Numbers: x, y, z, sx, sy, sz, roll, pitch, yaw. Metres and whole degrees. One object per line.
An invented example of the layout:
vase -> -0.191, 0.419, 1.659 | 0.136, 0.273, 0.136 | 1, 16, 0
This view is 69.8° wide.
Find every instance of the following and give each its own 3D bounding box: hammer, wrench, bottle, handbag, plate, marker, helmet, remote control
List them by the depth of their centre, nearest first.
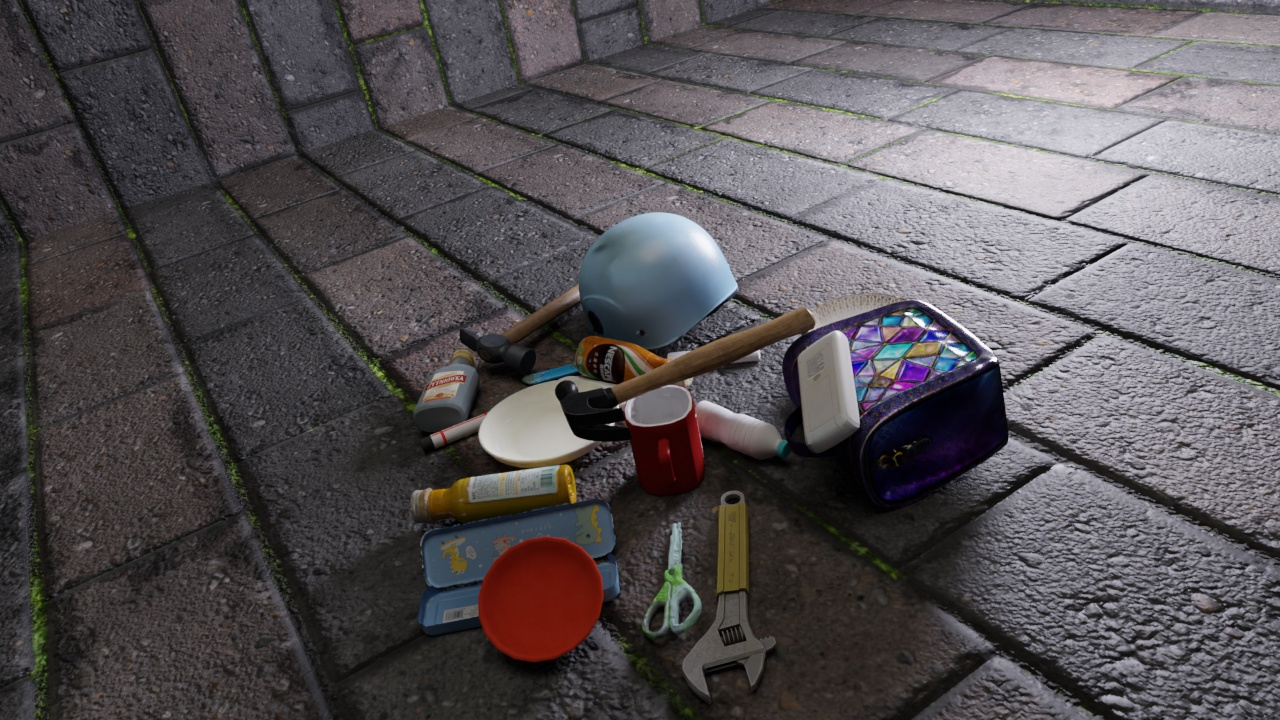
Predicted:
wrench -> 0.086, 0.218, 0.898 | 0.084, 0.018, 0.272 | -7, 30, 9
remote control -> 0.195, 0.031, 0.961 | 0.060, 0.025, 0.138 | -39, 32, 36
handbag -> 0.265, 0.047, 1.018 | 0.222, 0.125, 0.204 | -23, 31, -3
hammer -> 0.058, 0.007, 1.041 | 0.305, 0.040, 0.132 | -22, 25, -8
bottle -> -0.170, 0.158, 1.056 | 0.186, 0.053, 0.053 | -8, 30, 6
bottle -> 0.118, 0.086, 1.088 | 0.136, 0.044, 0.044 | 19, 42, 41
plate -> -0.115, 0.087, 1.177 | 0.182, 0.034, 0.182 | -9, 30, 5
marker -> -0.223, 0.087, 1.229 | 0.145, 0.019, 0.019 | -22, 32, -17
remote control -> -0.062, 0.044, 1.252 | 0.137, 0.013, 0.043 | 10, 37, 33
bottle -> -0.007, 0.007, 1.252 | 0.167, 0.059, 0.059 | 12, 37, 29
remote control -> 0.102, -0.006, 1.282 | 0.131, 0.012, 0.033 | -6, 30, 10
bottle -> -0.267, 0.038, 1.301 | 0.072, 0.046, 0.161 | -7, 30, 7
helmet -> 0.010, -0.133, 1.383 | 0.224, 0.167, 0.266 | -37, 25, -27
hammer -> -0.141, -0.078, 1.448 | 0.129, 0.040, 0.320 | 21, 36, 26

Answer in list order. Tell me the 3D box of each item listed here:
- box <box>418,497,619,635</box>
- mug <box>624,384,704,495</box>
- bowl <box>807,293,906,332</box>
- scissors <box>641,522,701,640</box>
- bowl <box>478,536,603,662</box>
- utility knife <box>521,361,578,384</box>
box -> -0.127, 0.217, 0.960 | 0.209, 0.039, 0.126 | -11, 46, 1
mug -> 0.029, 0.099, 1.042 | 0.080, 0.097, 0.116 | -9, 30, 5
bowl -> 0.293, -0.028, 1.202 | 0.145, 0.063, 0.145 | -8, 31, 5
scissors -> 0.033, 0.213, 0.920 | 0.065, 0.033, 0.173 | -28, 17, 18
bowl -> -0.093, 0.234, 0.887 | 0.122, 0.035, 0.121 | -4, 57, 7
utility knife -> -0.075, 0.004, 1.326 | 0.198, 0.015, 0.031 | -15, 31, -9
